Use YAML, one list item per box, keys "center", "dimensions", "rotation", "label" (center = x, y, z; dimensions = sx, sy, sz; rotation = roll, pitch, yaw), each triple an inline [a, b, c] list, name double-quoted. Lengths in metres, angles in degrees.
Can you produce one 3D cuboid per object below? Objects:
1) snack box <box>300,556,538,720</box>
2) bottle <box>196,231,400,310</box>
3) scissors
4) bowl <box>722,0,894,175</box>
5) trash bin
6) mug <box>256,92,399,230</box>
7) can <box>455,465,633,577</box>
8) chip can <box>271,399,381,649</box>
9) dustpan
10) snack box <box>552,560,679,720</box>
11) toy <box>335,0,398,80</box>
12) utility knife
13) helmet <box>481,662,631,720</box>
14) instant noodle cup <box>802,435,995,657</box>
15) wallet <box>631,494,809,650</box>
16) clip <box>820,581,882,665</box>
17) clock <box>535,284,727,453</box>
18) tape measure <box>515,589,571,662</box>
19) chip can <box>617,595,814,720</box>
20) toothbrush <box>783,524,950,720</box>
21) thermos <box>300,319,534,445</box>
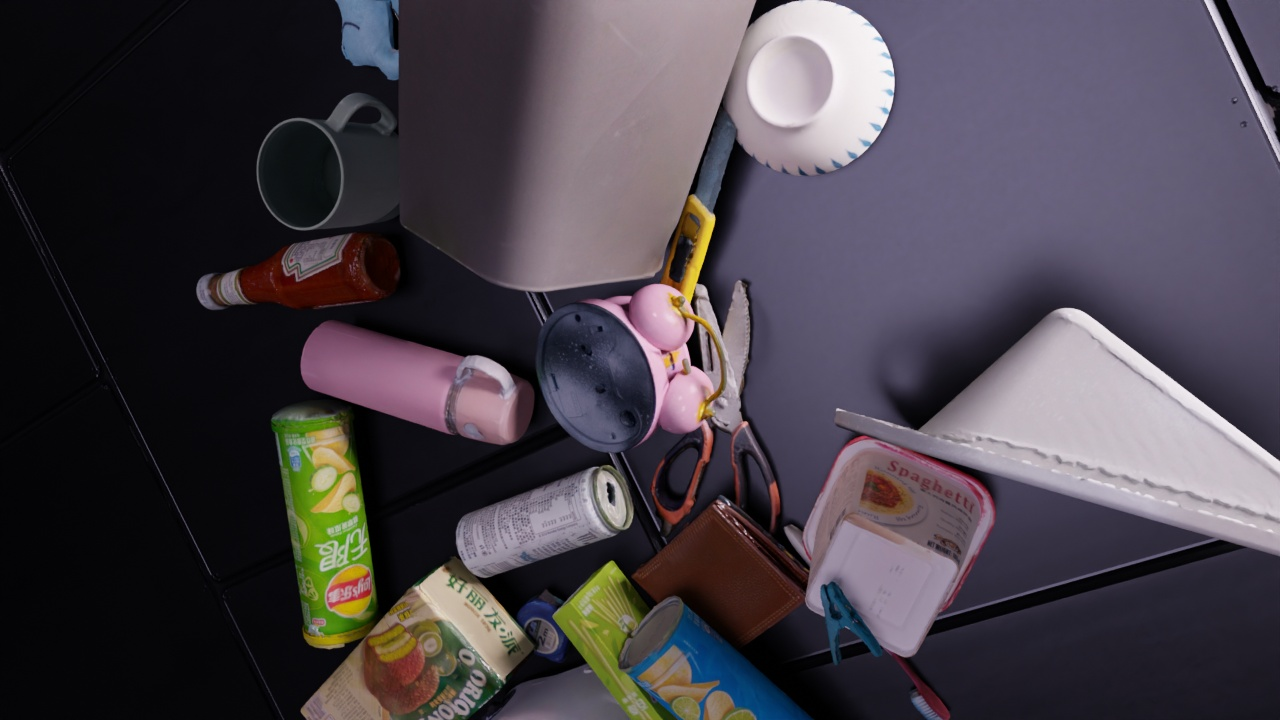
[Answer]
- center: [-0.206, 0.290, 0.831]
  dimensions: [0.114, 0.063, 0.241]
  rotation: [46, 120, 6]
  label: "snack box"
- center: [-0.307, -0.071, 0.810]
  dimensions: [0.206, 0.059, 0.060]
  rotation: [-6, 99, 25]
  label: "bottle"
- center: [0.056, 0.052, 0.714]
  dimensions: [0.197, 0.015, 0.214]
  rotation: [48, 114, 6]
  label: "scissors"
- center: [0.107, -0.183, 0.615]
  dimensions: [0.117, 0.066, 0.116]
  rotation: [5, 103, 21]
  label: "bowl"
- center: [-0.055, -0.179, 0.607]
  dimensions: [0.199, 0.198, 0.220]
  rotation: [33, 121, 36]
  label: "trash bin"
- center: [-0.231, -0.161, 0.732]
  dimensions: [0.082, 0.106, 0.112]
  rotation: [37, 112, 12]
  label: "mug"
- center: [-0.081, 0.135, 0.764]
  dimensions: [0.147, 0.058, 0.058]
  rotation: [-23, 92, 24]
  label: "can"
- center: [-0.286, 0.146, 0.841]
  dimensions: [0.073, 0.072, 0.221]
  rotation: [0, 102, 22]
  label: "chip can"
- center: [0.254, 0.074, 0.536]
  dimensions: [0.143, 0.222, 0.257]
  rotation: [-47, 71, 11]
  label: "dustpan"
- center: [0.001, 0.244, 0.740]
  dimensions: [0.026, 0.085, 0.156]
  rotation: [-40, 85, 24]
  label: "snack box"
- center: [-0.185, -0.306, 0.714]
  dimensions: [0.156, 0.049, 0.161]
  rotation: [-2, 102, 27]
  label: "toy"
- center: [0.031, -0.078, 0.673]
  dimensions: [0.033, 0.015, 0.219]
  rotation: [32, 123, 25]
  label: "utility knife"
- center: [-0.065, 0.394, 0.766]
  dimensions: [0.259, 0.145, 0.229]
  rotation: [-35, 87, 25]
  label: "helmet"
- center: [0.170, 0.128, 0.626]
  dimensions: [0.116, 0.124, 0.117]
  rotation: [25, 110, 15]
  label: "instant noodle cup"
- center: [0.061, 0.173, 0.720]
  dimensions: [0.101, 0.032, 0.125]
  rotation: [44, 125, 4]
  label: "wallet"
- center: [0.127, 0.164, 0.575]
  dimensions: [0.034, 0.013, 0.055]
  rotation: [-18, 98, 24]
  label: "clip"
- center: [-0.004, 0.004, 0.684]
  dimensions: [0.159, 0.059, 0.117]
  rotation: [-8, 102, 42]
  label: "clock"
- center: [-0.081, 0.231, 0.802]
  dimensions: [0.054, 0.025, 0.058]
  rotation: [25, 113, 17]
  label: "tape measure"
- center: [0.083, 0.274, 0.697]
  dimensions: [0.210, 0.071, 0.071]
  rotation: [43, 114, -6]
  label: "chip can"
- center: [0.170, 0.201, 0.702]
  dimensions: [0.187, 0.016, 0.017]
  rotation: [50, 124, 4]
  label: "toothbrush"
- center: [-0.188, 0.013, 0.769]
  dimensions: [0.199, 0.067, 0.087]
  rotation: [15, 142, 20]
  label: "thermos"
